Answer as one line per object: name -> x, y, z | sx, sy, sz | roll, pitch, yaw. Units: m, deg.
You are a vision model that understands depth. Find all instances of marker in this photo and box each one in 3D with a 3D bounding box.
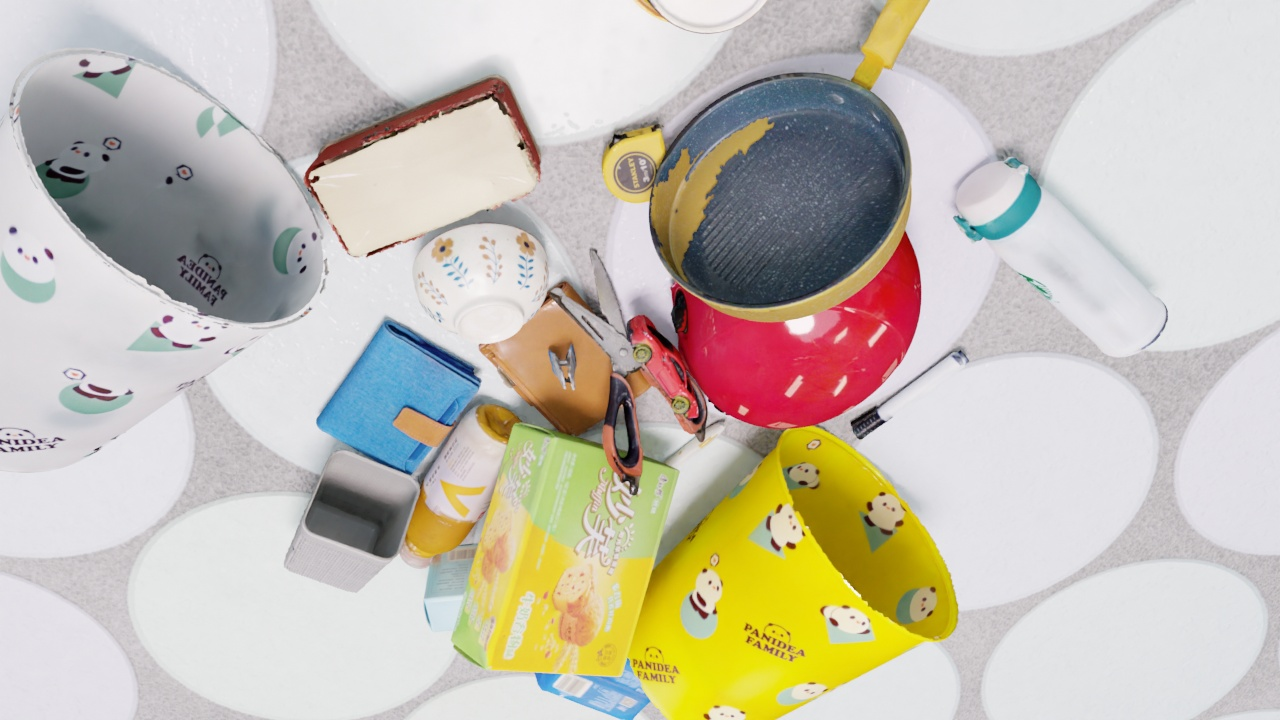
marker -> 0.261, 0.033, 0.894 | 0.131, 0.018, 0.022 | -40, 107, 19

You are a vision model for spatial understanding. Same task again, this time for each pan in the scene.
pan -> 0.147, -0.190, 0.674 | 0.357, 0.198, 0.078 | -50, 149, -1

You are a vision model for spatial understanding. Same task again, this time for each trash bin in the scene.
trash bin -> 0.130, 0.229, 0.893 | 0.229, 0.229, 0.256 | 34, 119, -22
trash bin -> -0.405, -0.056, 0.675 | 0.252, 0.229, 0.229 | -34, 118, 21

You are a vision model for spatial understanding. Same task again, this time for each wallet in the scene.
wallet -> -0.223, 0.039, 0.848 | 0.106, 0.040, 0.133 | 34, 115, -18
wallet -> -0.068, 0.005, 0.842 | 0.108, 0.031, 0.132 | -35, 116, 14

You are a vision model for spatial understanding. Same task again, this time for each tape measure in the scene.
tape measure -> -0.003, -0.159, 0.748 | 0.057, 0.028, 0.060 | -13, 122, 2

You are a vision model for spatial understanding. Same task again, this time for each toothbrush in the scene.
toothbrush -> 0.015, 0.121, 0.930 | 0.192, 0.016, 0.018 | -40, 127, 19

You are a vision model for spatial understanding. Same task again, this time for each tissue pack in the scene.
tissue pack -> -0.041, 0.351, 1.045 | 0.157, 0.052, 0.095 | 28, 117, -20

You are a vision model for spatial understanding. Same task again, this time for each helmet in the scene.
helmet -> 0.134, -0.026, 0.777 | 0.207, 0.143, 0.241 | 9, 121, -13

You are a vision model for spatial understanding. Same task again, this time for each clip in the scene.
clip -> -0.065, 0.008, 0.795 | 0.045, 0.058, 0.027 | -9, 115, -4

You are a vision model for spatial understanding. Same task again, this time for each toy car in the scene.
toy car -> 0.023, 0.007, 0.804 | 0.031, 0.049, 0.106 | -29, 115, 11

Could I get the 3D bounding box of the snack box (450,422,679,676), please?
snack box -> -0.066, 0.177, 0.842 | 0.157, 0.070, 0.210 | 19, 86, -39

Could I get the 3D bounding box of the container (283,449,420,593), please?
container -> -0.278, 0.159, 0.872 | 0.090, 0.090, 0.115 | 26, 138, -17

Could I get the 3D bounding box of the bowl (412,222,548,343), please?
bowl -> -0.129, -0.054, 0.758 | 0.113, 0.062, 0.114 | -9, 149, -6

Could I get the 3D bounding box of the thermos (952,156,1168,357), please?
thermos -> 0.363, -0.087, 0.800 | 0.224, 0.073, 0.073 | 34, 113, -22

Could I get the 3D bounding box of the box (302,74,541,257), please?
box -> -0.166, -0.145, 0.713 | 0.168, 0.080, 0.091 | -20, 120, 8

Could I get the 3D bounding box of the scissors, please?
scissors -> -0.007, 0.013, 0.823 | 0.188, 0.015, 0.226 | 2, 87, -43

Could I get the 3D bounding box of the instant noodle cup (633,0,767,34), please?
instant noodle cup -> 0.040, -0.282, 0.625 | 0.118, 0.114, 0.119 | -2, 121, -3

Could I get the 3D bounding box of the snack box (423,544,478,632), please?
snack box -> -0.132, 0.230, 0.949 | 0.175, 0.074, 0.052 | -5, 122, -1

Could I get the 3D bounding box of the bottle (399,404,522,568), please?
bottle -> -0.177, 0.127, 0.886 | 0.068, 0.068, 0.190 | 27, 116, -19
